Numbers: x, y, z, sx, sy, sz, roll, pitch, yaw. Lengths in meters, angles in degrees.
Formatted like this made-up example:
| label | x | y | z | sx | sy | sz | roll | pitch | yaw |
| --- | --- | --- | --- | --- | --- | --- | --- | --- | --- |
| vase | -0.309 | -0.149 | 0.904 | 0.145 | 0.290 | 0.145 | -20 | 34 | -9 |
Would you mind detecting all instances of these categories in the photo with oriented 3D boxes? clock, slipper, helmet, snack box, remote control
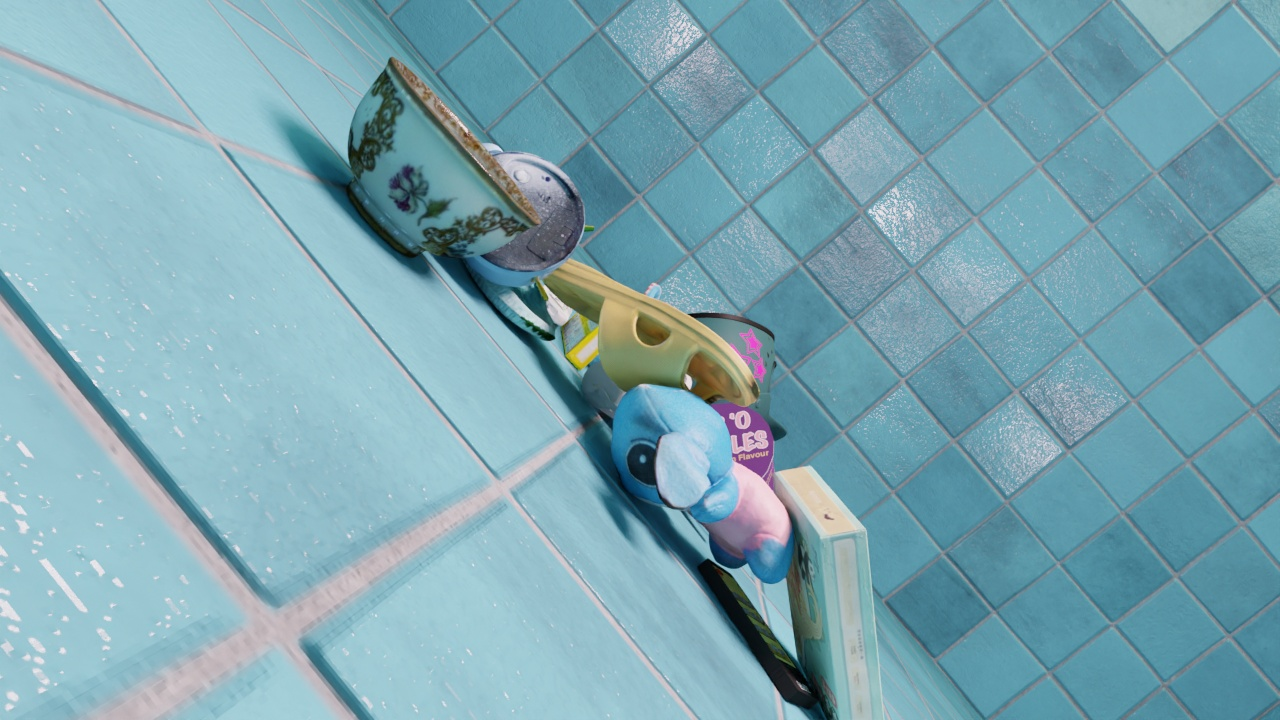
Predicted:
| label | x | y | z | sx | sy | sz | roll | pitch | yaw |
| --- | --- | --- | --- | --- | --- | --- | --- | --- | --- |
| clock | -0.003 | 0.034 | 0.932 | 0.120 | 0.061 | 0.159 | 24 | 21 | -6 |
| clock | -0.126 | -0.132 | 0.818 | 0.162 | 0.117 | 0.060 | 35 | -26 | -4 |
| slipper | -0.152 | -0.127 | 0.919 | 0.276 | 0.069 | 0.116 | 51 | 2 | 24 |
| helmet | 0.141 | 0.046 | 1.513 | 0.177 | 0.200 | 0.274 | -2 | -14 | 35 |
| snack box | -0.056 | -0.040 | 1.070 | 0.025 | 0.075 | 0.152 | 46 | 5 | -15 |
| remote control | 0.096 | 0.223 | 0.754 | 0.133 | 0.013 | 0.058 | 53 | 6 | 38 |
| slipper | -0.005 | -0.013 | 0.839 | 0.263 | 0.078 | 0.099 | 32 | -10 | 35 |
| remote control | -0.109 | -0.067 | 1.122 | 0.050 | 0.022 | 0.133 | 49 | 5 | -7 |
| snack box | 0.158 | 0.203 | 0.770 | 0.141 | 0.044 | 0.194 | -113 | -166 | -75 |

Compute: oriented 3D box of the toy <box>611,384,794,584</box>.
| label | x | y | z | sx | sy | sz | roll | pitch | yaw |
| --- | --- | --- | --- | --- | --- | --- | --- | --- | --- |
| toy | 0.051 | 0.102 | 0.749 | 0.191 | 0.099 | 0.224 | 49 | -5 | -9 |

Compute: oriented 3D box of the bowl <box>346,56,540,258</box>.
| label | x | y | z | sx | sy | sz | roll | pitch | yaw |
| --- | --- | --- | --- | --- | --- | --- | --- | --- | --- |
| bowl | -0.163 | -0.135 | 0.692 | 0.160 | 0.094 | 0.160 | 49 | 5 | -6 |

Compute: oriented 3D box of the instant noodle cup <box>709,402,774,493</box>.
| label | x | y | z | sx | sy | sz | roll | pitch | yaw |
| --- | --- | --- | --- | --- | --- | --- | --- | --- | --- |
| instant noodle cup | 0.108 | 0.139 | 1.069 | 0.122 | 0.122 | 0.136 | 59 | 22 | -52 |

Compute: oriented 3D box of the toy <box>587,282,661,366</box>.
| label | x | y | z | sx | sy | sz | roll | pitch | yaw |
| --- | --- | --- | --- | --- | --- | --- | --- | --- | --- |
| toy | -0.007 | 0.006 | 1.102 | 0.115 | 0.184 | 0.180 | 10 | 22 | 15 |
